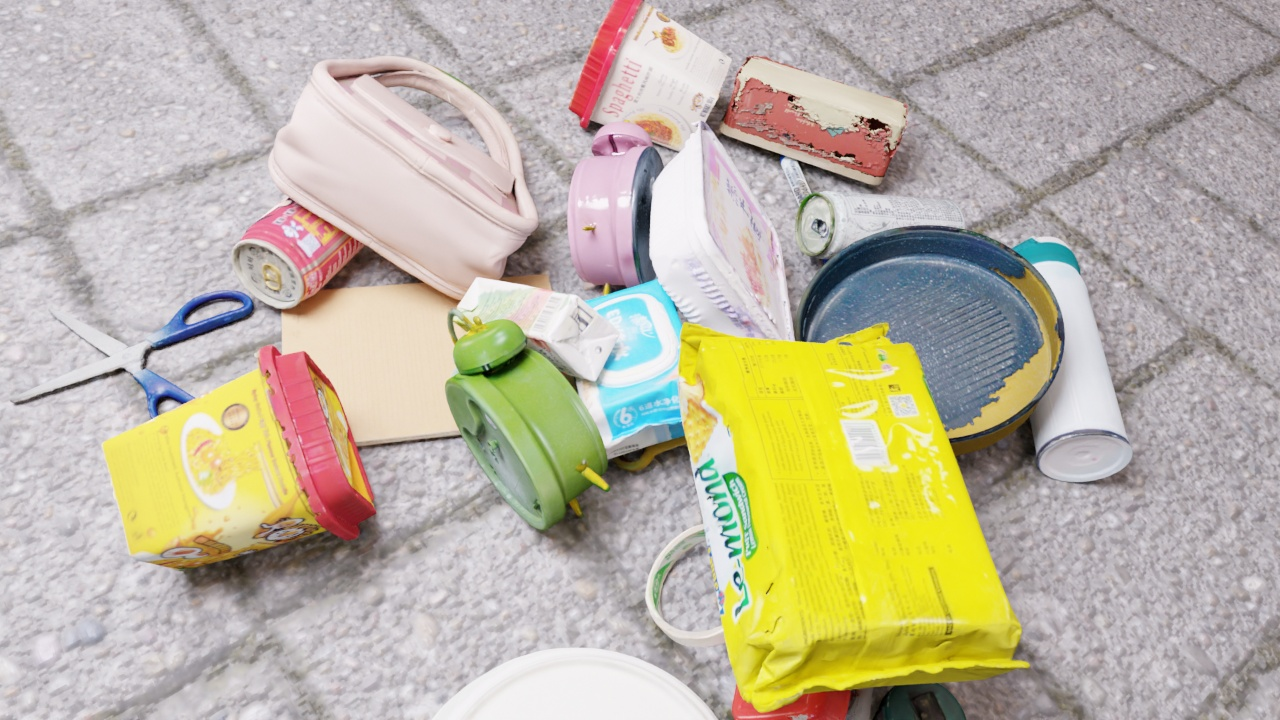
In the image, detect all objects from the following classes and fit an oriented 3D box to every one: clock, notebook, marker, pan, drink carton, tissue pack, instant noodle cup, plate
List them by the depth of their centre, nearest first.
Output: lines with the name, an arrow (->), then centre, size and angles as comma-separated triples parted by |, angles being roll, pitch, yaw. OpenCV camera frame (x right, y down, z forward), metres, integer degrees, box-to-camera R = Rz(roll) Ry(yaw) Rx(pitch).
plate -> -0.031, 0.251, 0.503 | 0.205, 0.046, 0.204 | 5, 52, -6
instant noodle cup -> -0.242, 0.067, 0.560 | 0.123, 0.116, 0.116 | -20, 75, -11
clock -> -0.083, 0.035, 0.604 | 0.056, 0.116, 0.161 | -33, 81, -23
drink carton -> -0.075, -0.025, 0.645 | 0.123, 0.053, 0.045 | 14, 69, 47
tissue pack -> -0.004, 0.004, 0.663 | 0.090, 0.063, 0.140 | -17, 46, 0
notebook -> -0.161, -0.004, 0.696 | 0.211, 0.012, 0.149 | -6, 53, -15
instant noodle cup -> 0.056, -0.085, 0.696 | 0.060, 0.138, 0.173 | -26, 35, 21
pan -> 0.147, 0.009, 0.699 | 0.357, 0.078, 0.197 | -27, 57, -2
clock -> -0.013, -0.127, 0.754 | 0.060, 0.117, 0.158 | 3, 49, 16
marker -> 0.158, -0.143, 0.860 | 0.017, 0.017, 0.145 | -4, 54, -14
instant noodle cup -> 0.011, -0.269, 0.877 | 0.124, 0.117, 0.116 | 25, 51, -7

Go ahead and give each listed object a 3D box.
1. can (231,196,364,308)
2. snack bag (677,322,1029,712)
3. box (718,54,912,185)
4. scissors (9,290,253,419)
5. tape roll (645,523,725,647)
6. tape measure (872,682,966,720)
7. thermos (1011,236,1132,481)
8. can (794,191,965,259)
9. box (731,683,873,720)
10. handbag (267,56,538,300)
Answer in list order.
can -> -0.258, -0.090, 0.701 | 0.066, 0.067, 0.093 | 22, 44, 6
snack bag -> 0.116, 0.075, 0.537 | 0.158, 0.068, 0.246 | 0, 52, -13
box -> 0.171, -0.242, 0.888 | 0.168, 0.077, 0.091 | 19, 36, 5
scissors -> -0.353, -0.004, 0.659 | 0.174, 0.012, 0.162 | 31, 55, 14
tape roll -> 0.044, 0.143, 0.590 | 0.086, 0.014, 0.085 | -20, 39, 17
tape measure -> 0.176, 0.227, 0.573 | 0.058, 0.025, 0.054 | -12, 57, -20
thermos -> 0.350, -0.010, 0.765 | 0.073, 0.073, 0.223 | 10, 51, -3
can -> 0.212, -0.116, 0.808 | 0.146, 0.058, 0.058 | -1, 52, -25
box -> 0.124, 0.158, 0.598 | 0.098, 0.095, 0.200 | 39, 47, -25
handbag -> -0.170, -0.173, 0.746 | 0.193, 0.094, 0.233 | 35, 30, -19
